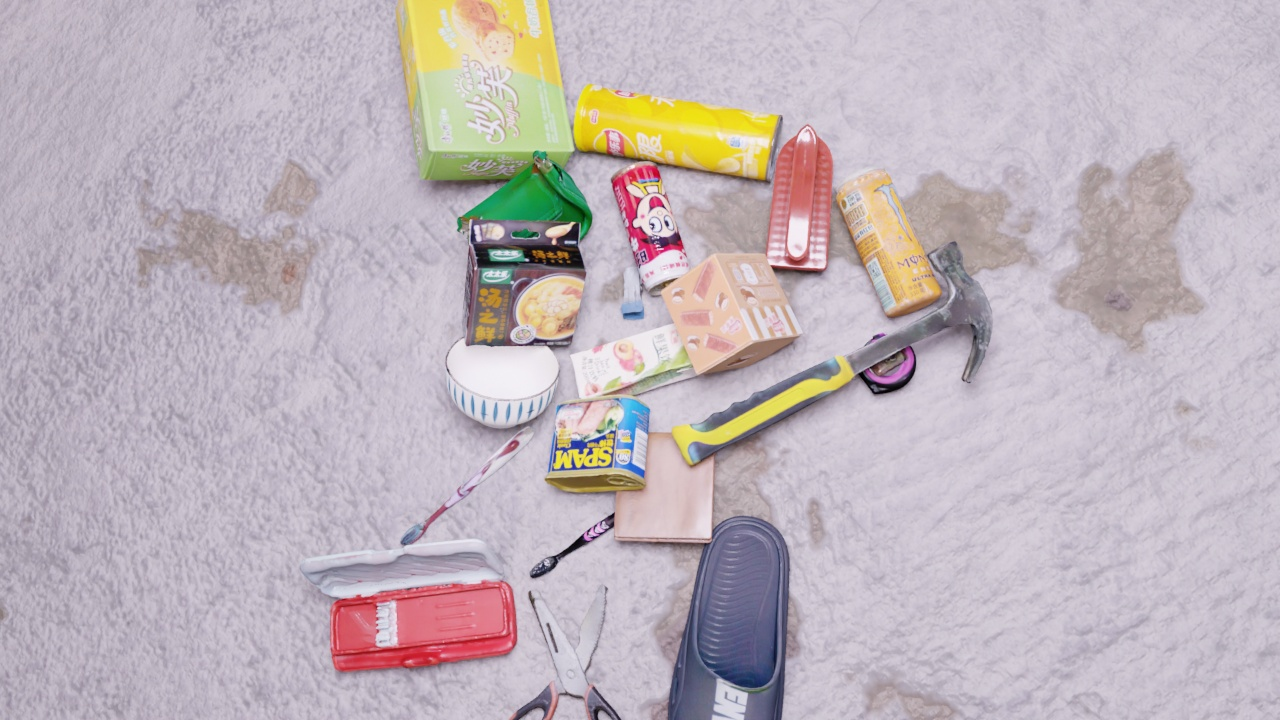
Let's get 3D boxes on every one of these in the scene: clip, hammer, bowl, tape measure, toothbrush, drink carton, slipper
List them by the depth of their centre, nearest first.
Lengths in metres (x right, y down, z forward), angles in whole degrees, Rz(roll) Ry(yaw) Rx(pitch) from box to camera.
[{"bbox_3d":[0.084,0.281,0.873,0.111,0.083,0.268,6,80,13],"label":"slipper"},{"bbox_3d":[0.182,0.018,0.884,0.324,0.032,0.126,-28,92,10],"label":"hammer"},{"bbox_3d":[0.244,0.003,0.912,0.058,0.039,0.057,-33,76,3],"label":"tape measure"},{"bbox_3d":[-0.037,0.170,0.945,0.189,0.018,0.014,-34,75,1],"label":"toothbrush"},{"bbox_3d":[-0.145,0.027,0.952,0.116,0.116,0.066,22,128,13],"label":"bowl"},{"bbox_3d":[-0.006,0.006,0.952,0.122,0.045,0.053,-17,67,6],"label":"drink carton"},{"bbox_3d":[-0.185,0.133,0.976,0.187,0.017,0.016,-41,77,2],"label":"toothbrush"},{"bbox_3d":[-0.008,-0.074,0.980,0.027,0.043,0.058,-2,73,12],"label":"clip"}]

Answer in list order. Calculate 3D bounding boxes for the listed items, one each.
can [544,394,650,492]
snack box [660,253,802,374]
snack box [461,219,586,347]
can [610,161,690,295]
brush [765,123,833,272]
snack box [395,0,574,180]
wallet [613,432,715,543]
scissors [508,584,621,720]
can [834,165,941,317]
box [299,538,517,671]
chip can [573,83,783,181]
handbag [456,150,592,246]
[{"bbox_3d":[-0.042,0.084,0.923,0.102,0.057,0.083,-8,65,30],"label":"can"},{"bbox_3d":[0.090,-0.047,0.907,0.077,0.092,0.094,-33,75,37],"label":"snack box"},{"bbox_3d":[-0.119,-0.075,0.929,0.113,0.126,0.053,-2,44,-18],"label":"snack box"},{"bbox_3d":[0.012,-0.139,0.969,0.053,0.053,0.132,-18,78,6],"label":"can"},{"bbox_3d":[0.165,-0.165,0.939,0.063,0.069,0.145,5,81,10],"label":"brush"},{"bbox_3d":[-0.168,-0.303,0.987,0.157,0.070,0.210,-6,77,-23],"label":"snack box"},{"bbox_3d":[0.025,0.126,0.928,0.101,0.020,0.115,-2,65,10],"label":"wallet"},{"bbox_3d":[-0.067,0.338,0.922,0.189,0.015,0.225,30,87,13],"label":"scissors"},{"bbox_3d":[0.247,-0.119,0.922,0.058,0.058,0.146,-21,78,6],"label":"can"},{"bbox_3d":[-0.233,0.244,0.941,0.201,0.073,0.154,-9,108,9],"label":"box"},{"bbox_3d":[0.040,-0.241,0.973,0.213,0.072,0.072,13,83,11],"label":"chip can"},{"bbox_3d":[-0.122,-0.149,0.961,0.131,0.120,0.068,-38,71,4],"label":"handbag"}]
